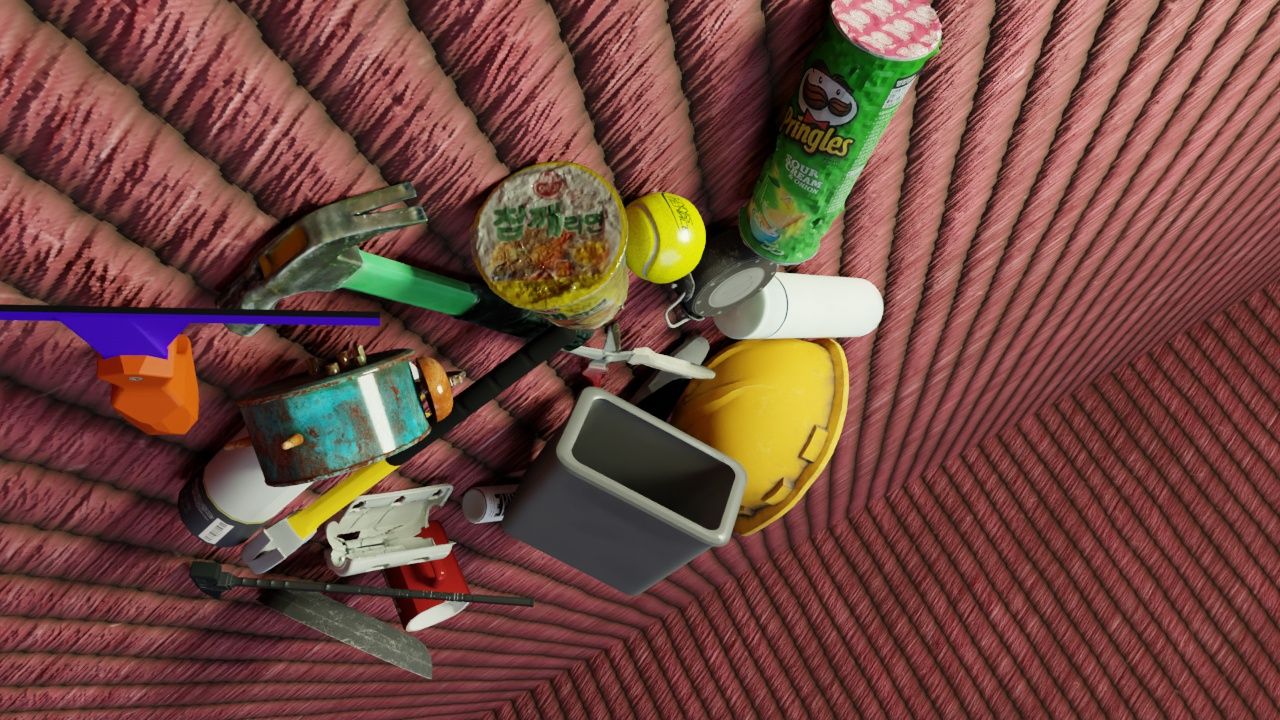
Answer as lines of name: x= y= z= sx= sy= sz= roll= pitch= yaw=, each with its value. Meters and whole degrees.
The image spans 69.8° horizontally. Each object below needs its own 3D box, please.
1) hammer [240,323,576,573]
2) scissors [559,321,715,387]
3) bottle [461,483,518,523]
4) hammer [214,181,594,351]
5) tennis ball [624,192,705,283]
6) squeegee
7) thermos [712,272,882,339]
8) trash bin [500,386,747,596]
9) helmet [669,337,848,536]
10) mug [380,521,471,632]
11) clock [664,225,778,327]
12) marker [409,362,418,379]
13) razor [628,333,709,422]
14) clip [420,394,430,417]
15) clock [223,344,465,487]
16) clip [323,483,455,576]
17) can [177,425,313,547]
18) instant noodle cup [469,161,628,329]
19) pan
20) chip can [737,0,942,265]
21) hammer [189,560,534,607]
hammer: x=-0.184 y=0.068 z=0.726 sx=0.324 sy=0.029 sz=0.127 roll=-36 pitch=-176 yaw=8
scissors: x=-0.007 y=0.006 z=0.891 sx=0.179 sy=0.015 sz=0.200 roll=-2 pitch=157 yaw=-13
bottle: x=-0.154 y=0.165 z=1.073 sx=0.041 sy=0.041 sz=0.115 roll=-40 pitch=156 yaw=26
hammer: x=-0.128 y=-0.044 z=0.657 sx=0.130 sy=0.032 sz=0.318 roll=-37 pitch=157 yaw=19
tennis ball: x=0.015 y=-0.090 z=0.675 sx=0.065 sy=0.065 sz=0.065 roll=-24 pitch=158 yaw=-11
squeegee: x=-0.286 y=0.013 z=0.541 sx=0.249 sy=0.055 sz=0.185 roll=0 pitch=165 yaw=-18
thermos: x=0.165 y=-0.055 z=0.934 sx=0.229 sy=0.068 sz=0.068 roll=-3 pitch=147 yaw=-49
trash bin: x=-0.026 y=0.148 z=0.971 sx=0.220 sy=0.192 sz=0.097 roll=-50 pitch=-166 yaw=54
helmet: x=0.106 y=0.066 z=1.013 sx=0.131 sy=0.204 sz=0.256 roll=20 pitch=130 yaw=-16
mug: x=-0.247 y=0.242 z=1.055 sx=0.080 sy=0.096 sz=0.117 roll=-14 pitch=154 yaw=-32
clock: x=0.068 y=-0.078 z=0.798 sx=0.123 sy=0.043 sz=0.091 roll=-29 pitch=158 yaw=0
marker: x=-0.232 y=0.047 z=0.735 sx=0.133 sy=0.027 sz=0.023 roll=-33 pitch=-165 yaw=11
razor: x=0.026 y=0.031 z=0.983 sx=0.057 sy=0.060 sz=0.156 roll=5 pitch=123 yaw=-36
clip: x=-0.207 y=0.048 z=0.768 sx=0.054 sy=0.046 sz=0.048 roll=-36 pitch=-178 yaw=21
clock: x=-0.196 y=0.026 z=0.637 sx=0.121 sy=0.073 sz=0.157 roll=-6 pitch=-167 yaw=45
clip: x=-0.268 y=0.193 z=0.953 sx=0.126 sy=0.110 sz=0.151 roll=2 pitch=133 yaw=-48
can: x=-0.293 y=0.087 z=0.701 sx=0.128 sy=0.064 sz=0.064 roll=-38 pitch=157 yaw=23
instant noodle cup: x=-0.051 y=-0.067 z=0.619 sx=0.102 sy=0.102 sz=0.108 roll=-29 pitch=164 yaw=1
pan: x=-0.345 y=0.313 z=1.084 sx=0.040 sy=0.207 sz=0.358 roll=-65 pitch=-168 yaw=-20
chip can: x=0.132 y=-0.159 z=0.659 sx=0.075 sy=0.075 sz=0.224 roll=-20 pitch=157 yaw=-22
hammer: x=-0.270 y=0.233 z=0.919 sx=0.324 sy=0.015 sz=0.095 roll=7 pitch=151 yaw=-11
